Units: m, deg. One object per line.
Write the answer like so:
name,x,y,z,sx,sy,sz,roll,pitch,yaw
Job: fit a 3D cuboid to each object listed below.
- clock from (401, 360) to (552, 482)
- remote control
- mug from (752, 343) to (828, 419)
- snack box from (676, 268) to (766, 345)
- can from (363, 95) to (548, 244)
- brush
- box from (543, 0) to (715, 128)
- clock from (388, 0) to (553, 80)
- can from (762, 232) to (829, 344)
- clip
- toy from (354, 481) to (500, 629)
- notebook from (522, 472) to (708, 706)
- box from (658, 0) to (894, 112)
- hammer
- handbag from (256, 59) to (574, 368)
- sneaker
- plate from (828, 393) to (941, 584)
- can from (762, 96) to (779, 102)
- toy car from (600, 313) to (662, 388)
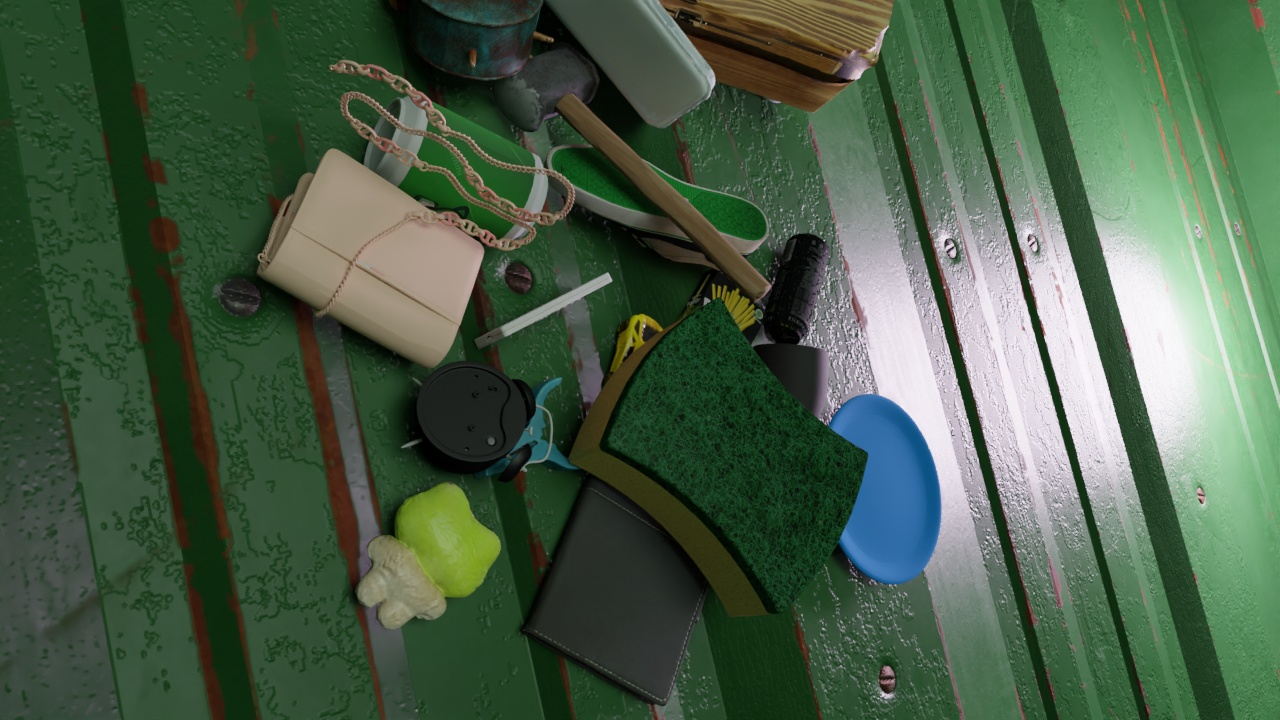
clock,-0.130,0.052,0.753,0.120,0.043,0.091,11,59,-18
remote control,-0.086,-0.045,0.832,0.135,0.050,0.011,-32,98,-40
mug,0.164,0.041,1.001,0.118,0.085,0.100,24,71,-65
snack box,0.075,-0.022,0.972,0.080,0.025,0.147,45,54,-20
can,-0.156,-0.161,0.783,0.139,0.088,0.087,22,65,-33
brush,0.079,0.089,0.853,0.250,0.075,0.194,45,57,-11
box,-0.033,-0.319,0.893,0.084,0.186,0.211,-48,111,-14
clock,-0.160,-0.327,0.819,0.121,0.073,0.157,-32,69,-36
can,0.179,-0.083,1.055,0.054,0.054,0.137,36,58,-26
clip,-0.083,0.076,0.819,0.119,0.033,0.120,40,56,-28
toy,-0.167,0.155,0.715,0.115,0.046,0.092,-43,105,-31
notebook,-0.003,0.190,0.850,0.169,0.030,0.208,37,61,-23
box,0.132,-0.433,0.982,0.278,0.221,0.258,10,73,-26
hammer,0.000,-0.176,0.867,0.328,0.052,0.097,44,51,7
handbag,-0.179,-0.095,0.680,0.198,0.188,0.116,33,52,-33
sneaker,0.008,-0.146,0.930,0.235,0.079,0.084,17,52,-16
plate,0.282,0.152,1.093,0.224,0.024,0.224,12,70,-36
can,0.173,-0.366,1.137,0.086,0.043,0.086,12,71,-36
toy car,-0.005,0.005,0.898,0.049,0.030,0.106,31,61,-30
